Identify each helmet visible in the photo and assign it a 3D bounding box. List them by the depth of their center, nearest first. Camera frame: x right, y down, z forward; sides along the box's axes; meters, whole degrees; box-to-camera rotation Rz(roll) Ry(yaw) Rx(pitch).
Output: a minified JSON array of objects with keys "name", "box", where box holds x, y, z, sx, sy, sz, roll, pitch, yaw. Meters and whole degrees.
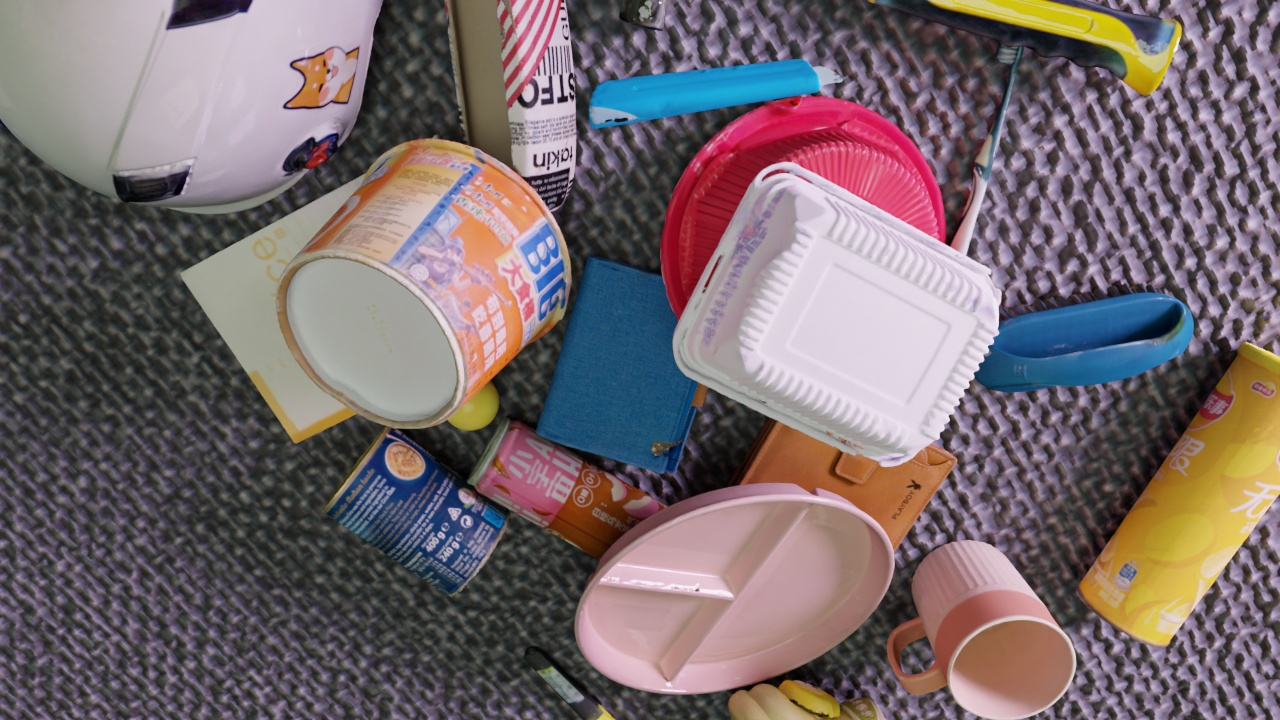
[{"name":"helmet","box":[-0.270,-0.200,0.505,0.230,0.156,0.274,34,106,-10]}]

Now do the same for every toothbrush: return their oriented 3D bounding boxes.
[{"name":"toothbrush","box":[0.219,-0.124,0.596,0.018,0.016,0.192,13,109,7]}]

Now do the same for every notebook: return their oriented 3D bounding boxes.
[{"name":"notebook","box":[-0.192,-0.044,0.634,0.206,0.010,0.146,-25,107,9]}]

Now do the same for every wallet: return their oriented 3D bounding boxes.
[{"name":"wallet","box":[-0.004,0.004,0.631,0.106,0.040,0.133,16,101,-4]},{"name":"wallet","box":[0.144,0.082,0.662,0.132,0.031,0.108,26,109,-9]}]

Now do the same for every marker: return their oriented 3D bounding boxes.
[{"name":"marker","box":[-0.048,0.274,0.740,0.018,0.015,0.124,-41,101,12]}]

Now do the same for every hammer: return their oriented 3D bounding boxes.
[{"name":"hammer","box":[0.157,-0.226,0.543,0.323,0.031,0.126,15,108,1]}]

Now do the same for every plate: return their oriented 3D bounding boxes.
[{"name":"plate","box":[0.065,0.164,0.650,0.229,0.028,0.230,-7,131,-8]}]

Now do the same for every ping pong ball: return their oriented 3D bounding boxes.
[{"name":"ping pong ball","box":[-0.119,0.029,0.642,0.040,0.040,0.040,0,109,1]}]

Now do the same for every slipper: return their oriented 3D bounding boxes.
[{"name":"slipper","box":[0.156,0.298,0.716,0.190,0.092,0.081,35,82,-12]}]

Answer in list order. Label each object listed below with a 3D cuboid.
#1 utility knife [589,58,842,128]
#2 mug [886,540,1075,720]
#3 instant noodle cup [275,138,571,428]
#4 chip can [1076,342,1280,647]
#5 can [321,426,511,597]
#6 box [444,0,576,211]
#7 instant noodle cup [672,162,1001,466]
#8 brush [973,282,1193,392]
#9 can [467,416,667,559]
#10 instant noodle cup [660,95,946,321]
[{"name":"utility knife","box":[0.046,-0.170,0.576,0.159,0.034,0.018,-7,145,2]},{"name":"mug","box":[0.233,0.195,0.657,0.115,0.105,0.081,-28,106,10]},{"name":"instant noodle cup","box":[-0.131,-0.039,0.542,0.151,0.111,0.152,13,130,16]},{"name":"chip can","box":[0.393,0.095,0.639,0.072,0.072,0.214,22,109,-7]},{"name":"can","box":[-0.157,0.107,0.651,0.111,0.075,0.075,38,105,-12]},{"name":"box","box":[-0.083,-0.174,0.564,0.088,0.076,0.163,6,115,29]},{"name":"instant noodle cup","box":[0.120,-0.018,0.523,0.173,0.060,0.138,25,98,-11]},{"name":"brush","box":[0.290,-0.010,0.603,0.144,0.073,0.055,-11,113,4]},{"name":"can","box":[-0.047,0.099,0.655,0.147,0.057,0.058,31,107,-9]},{"name":"instant noodle cup","box":[0.113,-0.067,0.575,0.193,0.066,0.194,-2,103,-9]}]
